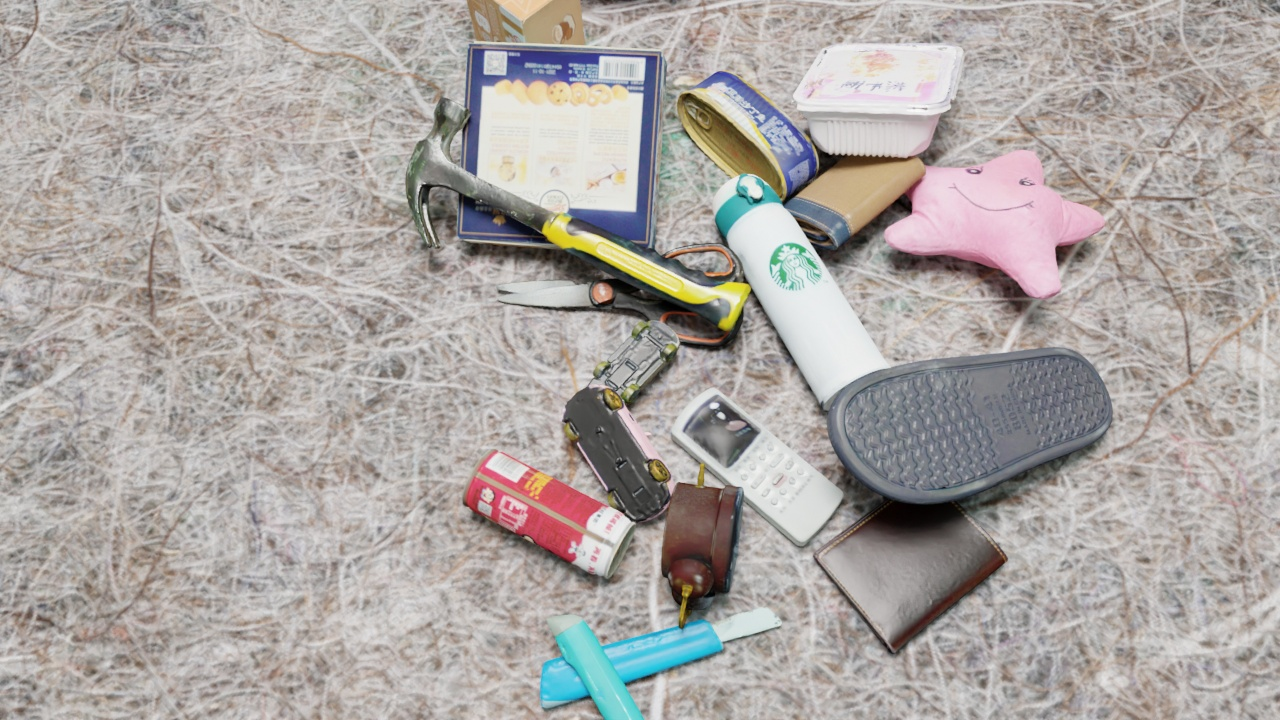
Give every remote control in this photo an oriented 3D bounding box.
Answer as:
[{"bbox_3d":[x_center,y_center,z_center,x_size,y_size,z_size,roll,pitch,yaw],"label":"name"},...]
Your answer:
[{"bbox_3d":[0.095,0.086,0.765,0.150,0.021,0.058,39,72,17],"label":"remote control"}]

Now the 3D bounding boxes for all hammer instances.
[{"bbox_3d":[-0.060,-0.108,0.801,0.323,0.032,0.126,26,96,7],"label":"hammer"}]

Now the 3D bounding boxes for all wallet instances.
[{"bbox_3d":[0.192,-0.153,0.845,0.115,0.033,0.090,-40,35,-8],"label":"wallet"},{"bbox_3d":[0.214,0.157,0.730,0.122,0.020,0.096,-34,64,-12],"label":"wallet"}]

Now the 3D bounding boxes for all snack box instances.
[{"bbox_3d":[-0.118,-0.356,0.936,0.077,0.093,0.094,-42,70,-17],"label":"snack box"},{"bbox_3d":[-0.072,-0.194,0.845,0.178,0.045,0.182,4,93,4],"label":"snack box"}]

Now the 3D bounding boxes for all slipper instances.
[{"bbox_3d":[0.262,0.057,0.750,0.267,0.083,0.110,-10,72,-22],"label":"slipper"}]

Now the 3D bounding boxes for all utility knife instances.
[{"bbox_3d":[-0.003,0.282,0.672,0.029,0.013,0.223,-30,76,-12],"label":"utility knife"},{"bbox_3d":[0.015,0.224,0.705,0.194,0.018,0.034,-15,76,-5],"label":"utility knife"}]

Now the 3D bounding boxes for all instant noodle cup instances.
[{"bbox_3d":[0.224,-0.242,0.856,0.138,0.060,0.173,7,39,20],"label":"instant noodle cup"}]

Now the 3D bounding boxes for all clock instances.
[{"bbox_3d":[0.046,0.146,0.706,0.055,0.082,0.121,8,65,10],"label":"clock"}]

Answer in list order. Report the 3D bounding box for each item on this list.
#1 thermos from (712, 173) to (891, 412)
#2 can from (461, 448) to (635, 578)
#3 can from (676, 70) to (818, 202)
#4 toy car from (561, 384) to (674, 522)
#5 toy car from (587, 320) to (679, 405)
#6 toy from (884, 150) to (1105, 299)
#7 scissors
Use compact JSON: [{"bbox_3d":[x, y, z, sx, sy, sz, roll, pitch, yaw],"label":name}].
[{"bbox_3d":[0.134,-0.067,0.805,0.073,0.073,0.224,-23,67,-9],"label":"thermos"},{"bbox_3d":[-0.073,0.122,0.735,0.133,0.053,0.053,25,68,12],"label":"can"},{"bbox_3d":[0.101,-0.214,0.874,0.049,0.075,0.148,-38,69,-18],"label":"can"},{"bbox_3d":[-0.017,0.075,0.758,0.056,0.037,0.122,-39,74,17],"label":"toy car"},{"bbox_3d":[-0.005,0.005,0.797,0.042,0.035,0.090,39,76,16],"label":"toy car"},{"bbox_3d":[0.313,-0.140,0.833,0.195,0.075,0.178,25,56,25],"label":"toy"},{"bbox_3d":[-0.020,-0.046,0.825,0.235,0.021,0.143,-21,88,10],"label":"scissors"}]
